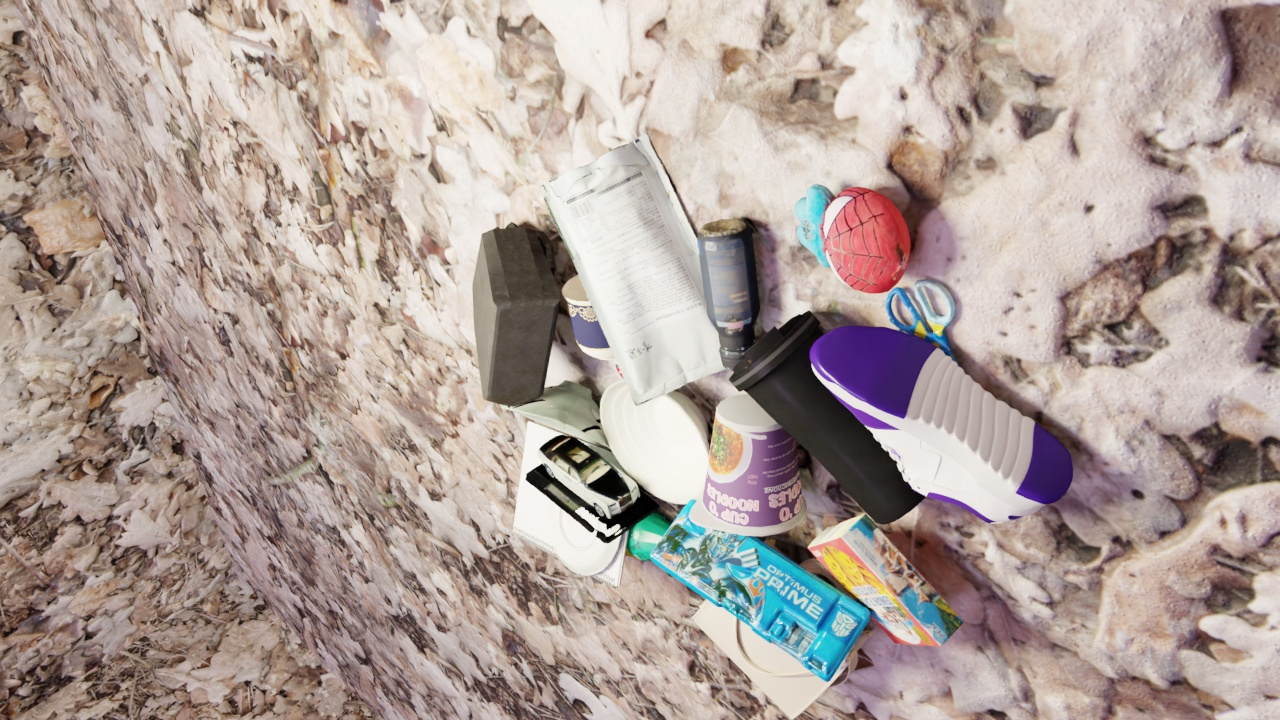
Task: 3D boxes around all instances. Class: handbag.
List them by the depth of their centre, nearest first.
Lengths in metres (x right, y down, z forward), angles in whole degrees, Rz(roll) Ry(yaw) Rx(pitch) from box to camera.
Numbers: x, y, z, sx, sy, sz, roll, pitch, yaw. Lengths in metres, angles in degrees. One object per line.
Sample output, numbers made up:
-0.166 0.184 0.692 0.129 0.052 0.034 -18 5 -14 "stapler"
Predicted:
0.184 0.308 1.119 0.194 0.101 0.198 43 129 16 "handbag"
-0.159 -0.079 1.164 0.198 0.102 0.199 107 152 -49 "handbag"

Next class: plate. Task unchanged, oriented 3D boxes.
-0.083 0.222 1.283 0.157 0.014 0.157 -5 82 45 "plate"

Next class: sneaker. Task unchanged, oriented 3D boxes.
0.259 0.063 0.840 0.244 0.091 0.111 35 151 16 "sneaker"

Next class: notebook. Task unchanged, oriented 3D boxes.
-0.101 0.202 1.322 0.246 0.013 0.178 15 99 46 "notebook"

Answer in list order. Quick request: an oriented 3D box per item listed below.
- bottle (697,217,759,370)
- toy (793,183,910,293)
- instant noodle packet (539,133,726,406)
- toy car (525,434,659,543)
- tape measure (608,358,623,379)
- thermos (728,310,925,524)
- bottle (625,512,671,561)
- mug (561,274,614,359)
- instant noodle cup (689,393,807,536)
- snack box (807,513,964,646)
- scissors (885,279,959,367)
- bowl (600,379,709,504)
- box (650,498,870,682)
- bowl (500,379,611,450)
0.095 -0.066 0.950 0.056 0.056 0.161 16 129 40 "bottle"
0.184 -0.111 0.818 0.133 0.062 0.092 29 130 47 "toy"
0.005 -0.096 1.004 0.147 0.057 0.269 -22 102 15 "instant noodle packet"
-0.073 0.152 1.209 0.192 0.094 0.071 31 144 43 "toy car"
-0.007 0.007 1.144 0.060 0.020 0.062 -27 95 53 "tape measure"
0.191 0.057 0.909 0.218 0.105 0.106 49 143 0 "thermos"
0.008 0.242 1.267 0.210 0.067 0.068 3 119 47 "bottle"
-0.044 -0.057 1.098 0.111 0.085 0.089 -116 12 -59 "mug"
0.118 0.109 1.010 0.122 0.136 0.122 -135 39 -60 "instant noodle cup"
0.255 0.235 0.973 0.145 0.040 0.143 48 166 10 "snack box"
0.267 -0.014 0.838 0.071 0.022 0.130 -15 111 47 "scissors"
0.033 0.088 1.131 0.177 0.057 0.177 28 135 31 "bowl"
0.137 0.267 1.064 0.243 0.091 0.085 30 159 26 "box"
-0.096 0.064 1.238 0.174 0.068 0.174 21 171 3 "bowl"
